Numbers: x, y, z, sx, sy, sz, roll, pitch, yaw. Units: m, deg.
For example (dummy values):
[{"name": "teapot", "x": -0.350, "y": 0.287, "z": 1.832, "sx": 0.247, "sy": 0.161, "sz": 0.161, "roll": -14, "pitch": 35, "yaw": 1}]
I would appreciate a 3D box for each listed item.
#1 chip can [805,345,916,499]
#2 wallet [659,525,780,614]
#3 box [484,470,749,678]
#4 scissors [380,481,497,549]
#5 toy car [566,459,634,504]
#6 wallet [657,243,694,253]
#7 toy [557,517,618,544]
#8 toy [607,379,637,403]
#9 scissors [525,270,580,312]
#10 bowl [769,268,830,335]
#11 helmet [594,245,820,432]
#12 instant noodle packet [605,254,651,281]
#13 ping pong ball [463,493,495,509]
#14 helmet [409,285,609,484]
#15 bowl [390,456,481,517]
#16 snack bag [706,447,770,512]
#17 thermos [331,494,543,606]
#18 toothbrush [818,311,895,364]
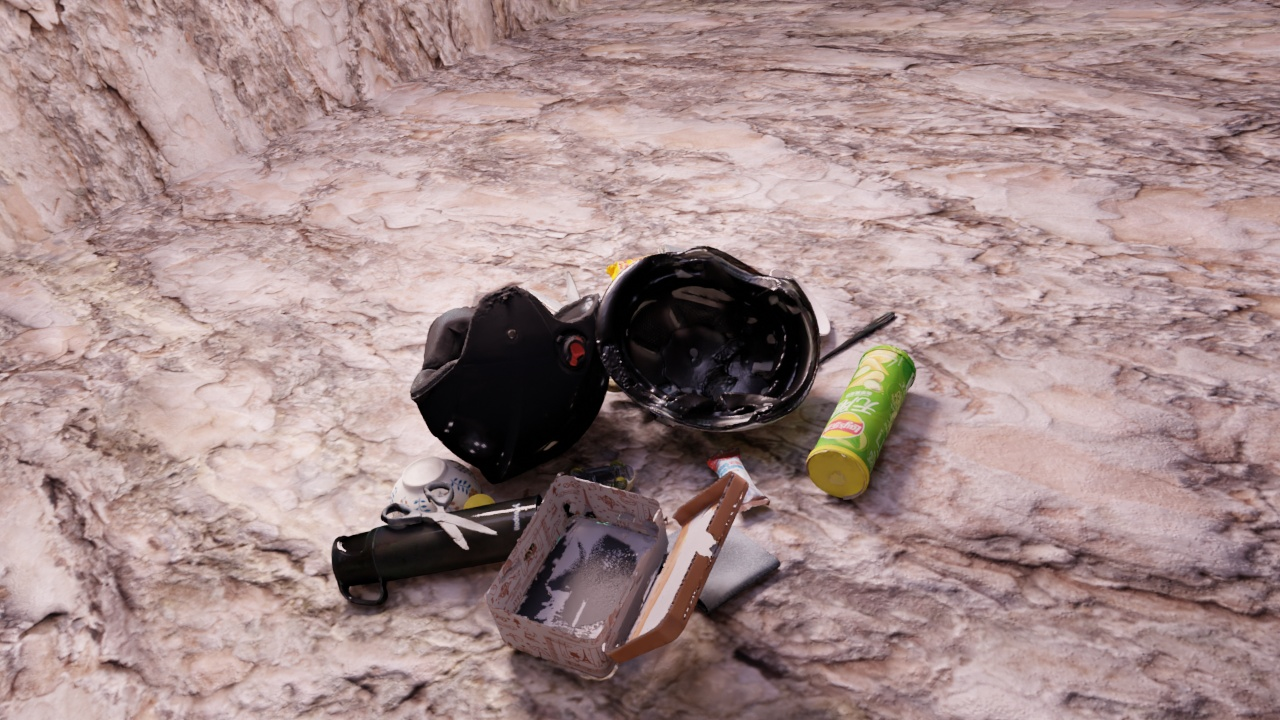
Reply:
[{"name": "chip can", "x": 0.265, "y": 0.066, "z": 1.085, "sx": 0.073, "sy": 0.073, "sz": 0.220, "roll": 8, "pitch": 38, "yaw": 29}, {"name": "wallet", "x": 0.075, "y": 0.212, "z": 0.985, "sx": 0.097, "sy": 0.019, "sz": 0.121, "roll": -27, "pitch": 34, "yaw": -23}, {"name": "box", "x": -0.016, "y": 0.206, "z": 0.900, "sx": 0.273, "sy": 0.130, "sz": 0.178, "roll": -12, "pitch": 35, "yaw": 41}, {"name": "scissors", "x": -0.226, "y": 0.176, "z": 1.024, "sx": 0.166, "sy": 0.014, "sz": 0.162, "roll": -9, "pitch": 22, "yaw": 6}, {"name": "toy car", "x": -0.050, "y": 0.149, "z": 1.106, "sx": 0.090, "sy": 0.035, "sz": 0.042, "roll": -13, "pitch": 34, "yaw": 0}, {"name": "wallet", "x": 0.084, "y": -0.142, "z": 1.476, "sx": 0.106, "sy": 0.037, "sz": 0.129, "roll": 8, "pitch": 29, "yaw": -17}, {"name": "toy", "x": -0.054, "y": 0.194, "z": 1.046, "sx": 0.092, "sy": 0.030, "sz": 0.096, "roll": -13, "pitch": 33, "yaw": -7}, {"name": "toy", "x": -0.008, "y": 0.007, "z": 1.274, "sx": 0.105, "sy": 0.066, "sz": 0.157, "roll": -12, "pitch": 39, "yaw": -21}, {"name": "scissors", "x": -0.079, "y": -0.046, "z": 1.367, "sx": 0.225, "sy": 0.022, "sz": 0.220, "roll": 7, "pitch": 52, "yaw": 3}, {"name": "bowl", "x": 0.204, "y": -0.064, "z": 1.296, "sx": 0.065, "sy": 0.118, "sz": 0.118, "roll": -43, "pitch": 21, "yaw": 28}, {"name": "helmet", "x": 0.083, "y": -0.013, "z": 1.162, "sx": 0.274, "sy": 0.157, "sz": 0.229, "roll": 10, "pitch": 75, "yaw": 3}, {"name": "instant noodle packet", "x": 0.003, "y": -0.131, "z": 1.502, "sx": 0.111, "sy": 0.044, "sz": 0.128, "roll": -10, "pitch": 32, "yaw": -3}, {"name": "ping pong ball", "x": -0.193, "y": 0.181, "z": 1.104, "sx": 0.040, "sy": 0.040, "sz": 0.040, "roll": -9, "pitch": 33, "yaw": 6}, {"name": "helmet", "x": -0.153, "y": 0.019, "z": 1.166, "sx": 0.274, "sy": 0.230, "sz": 0.234, "roll": -26, "pitch": 10, "yaw": -25}, {"name": "bowl", "x": -0.261, "y": 0.160, "z": 1.142, "sx": 0.113, "sy": 0.062, "sz": 0.113, "roll": -9, "pitch": 35, "yaw": 6}, {"name": "snack bag", "x": 0.112, "y": 0.141, "z": 1.069, "sx": 0.045, "sy": 0.026, "sz": 0.105, "roll": -9, "pitch": 33, "yaw": -13}, {"name": "thermos", "x": -0.225, "y": 0.220, "z": 1.048, "sx": 0.242, "sy": 0.068, "sz": 0.089, "roll": -13, "pitch": 65, "yaw": 5}, {"name": "toothbrush", "x": 0.290, "y": -0.029, "z": 1.271, "sx": 0.180, "sy": 0.018, "sz": 0.016, "roll": -29, "pitch": 33, "yaw": -25}]
